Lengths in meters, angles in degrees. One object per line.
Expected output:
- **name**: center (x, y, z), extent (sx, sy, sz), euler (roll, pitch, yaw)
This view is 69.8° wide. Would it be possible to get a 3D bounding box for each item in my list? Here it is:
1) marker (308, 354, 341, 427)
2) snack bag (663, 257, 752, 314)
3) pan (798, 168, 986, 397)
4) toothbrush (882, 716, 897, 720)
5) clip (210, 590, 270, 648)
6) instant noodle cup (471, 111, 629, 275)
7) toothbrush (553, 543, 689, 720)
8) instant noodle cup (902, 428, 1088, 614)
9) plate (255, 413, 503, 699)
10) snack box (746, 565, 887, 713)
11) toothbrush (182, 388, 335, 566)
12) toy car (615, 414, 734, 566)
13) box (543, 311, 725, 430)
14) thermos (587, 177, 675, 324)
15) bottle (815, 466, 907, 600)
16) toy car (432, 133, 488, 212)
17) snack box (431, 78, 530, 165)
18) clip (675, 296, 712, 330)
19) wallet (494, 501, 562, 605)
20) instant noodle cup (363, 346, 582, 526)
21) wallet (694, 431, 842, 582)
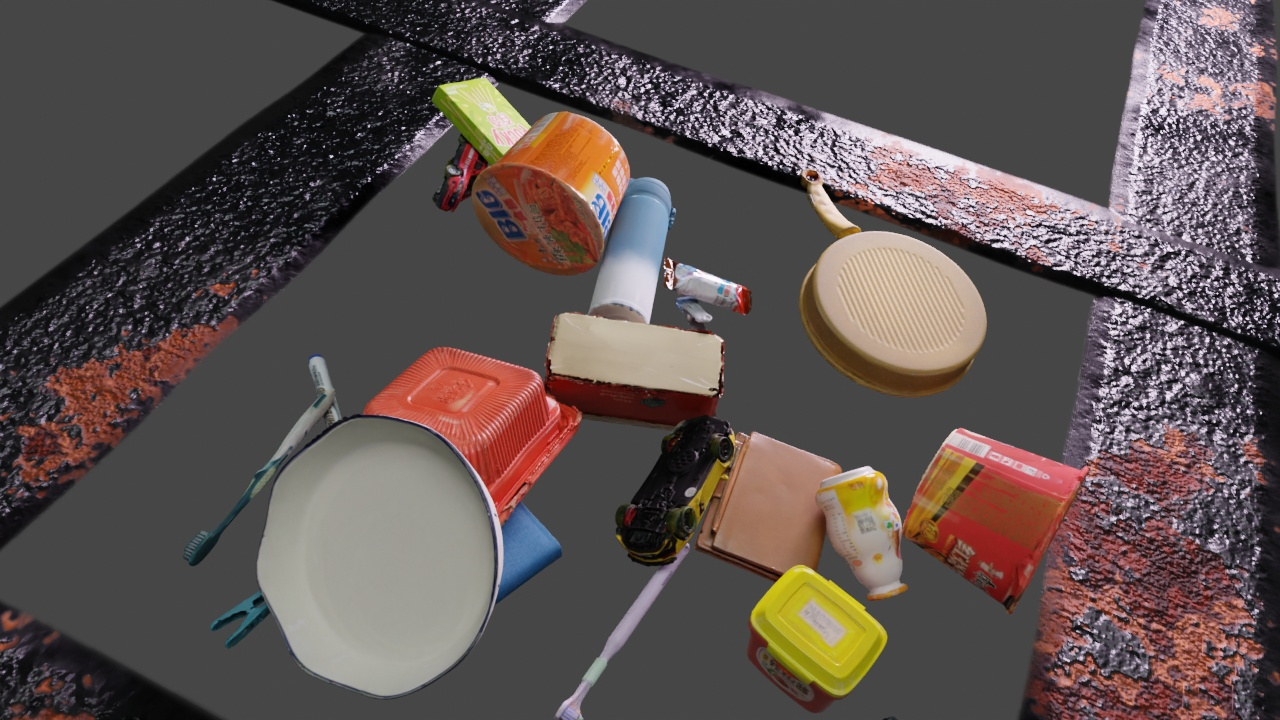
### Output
- **marker**: center (-0.284, 0.050, 0.844), extent (0.016, 0.017, 0.145), euler (-15, 53, -19)
- **snack bag**: center (0.072, -0.078, 0.982), extent (0.105, 0.026, 0.045), euler (17, 51, -14)
- **pan**: center (0.250, -0.109, 1.032), extent (0.197, 0.078, 0.356), euler (-4, 57, -15)
- **toothbrush**: center (0.134, 0.327, 0.663), extent (0.012, 0.017, 0.185), euler (42, 57, 17)
- **clip**: center (-0.307, 0.198, 0.718), extent (0.041, 0.014, 0.056), euler (35, 54, 21)
- **instant noodle cup**: center (-0.086, -0.181, 0.971), extent (0.151, 0.152, 0.111), euler (20, 56, 10)
- **toothbrush**: center (-0.009, 0.215, 0.739), extent (0.021, 0.029, 0.188), euler (-3, 35, 42)
- **instant noodle cup**: center (0.299, 0.127, 0.784), extent (0.109, 0.138, 0.137), euler (29, 52, 27)
- **plate**: center (-0.192, 0.144, 0.692), extent (0.205, 0.045, 0.204), euler (-2, 83, 18)
- **snack box**: center (0.132, 0.219, 0.713), extent (0.091, 0.080, 0.081), euler (37, 56, 22)
- **toothbrush**: center (-0.325, 0.095, 0.792), extent (0.018, 0.016, 0.191), euler (16, 55, 22)
- **toy car**: center (0.036, 0.111, 0.806), extent (0.071, 0.041, 0.155), euler (-3, 41, 39)
- **box**: center (-0.005, 0.005, 0.878), extent (0.168, 0.079, 0.091), euler (8, 50, -1)
- **thermos**: center (-0.006, -0.113, 0.988), extent (0.070, 0.070, 0.219), euler (11, 49, 2)
- **bottle**: center (0.192, 0.148, 0.783), extent (0.063, 0.063, 0.108), euler (-14, 80, -19)
- **toy car**: center (-0.203, -0.217, 1.058), extent (0.045, 0.053, 0.120), euler (24, 44, -13)
- **snack box**: center (-0.163, -0.265, 1.075), extent (0.156, 0.026, 0.085), euler (48, 38, 7)
- **clip**: center (0.057, -0.051, 0.972), extent (0.024, 0.028, 0.056), euler (-7, 42, -19)
- **wallet**: center (-0.146, 0.158, 0.758), extent (0.132, 0.040, 0.106), euler (-32, 63, -33)
- **instant noodle cup**: center (-0.154, 0.055, 0.786), extent (0.165, 0.079, 0.188), euler (13, 35, 19)
- **wallet**: center (0.116, 0.131, 0.818), extent (0.108, 0.031, 0.131), euler (21, 50, 5)
